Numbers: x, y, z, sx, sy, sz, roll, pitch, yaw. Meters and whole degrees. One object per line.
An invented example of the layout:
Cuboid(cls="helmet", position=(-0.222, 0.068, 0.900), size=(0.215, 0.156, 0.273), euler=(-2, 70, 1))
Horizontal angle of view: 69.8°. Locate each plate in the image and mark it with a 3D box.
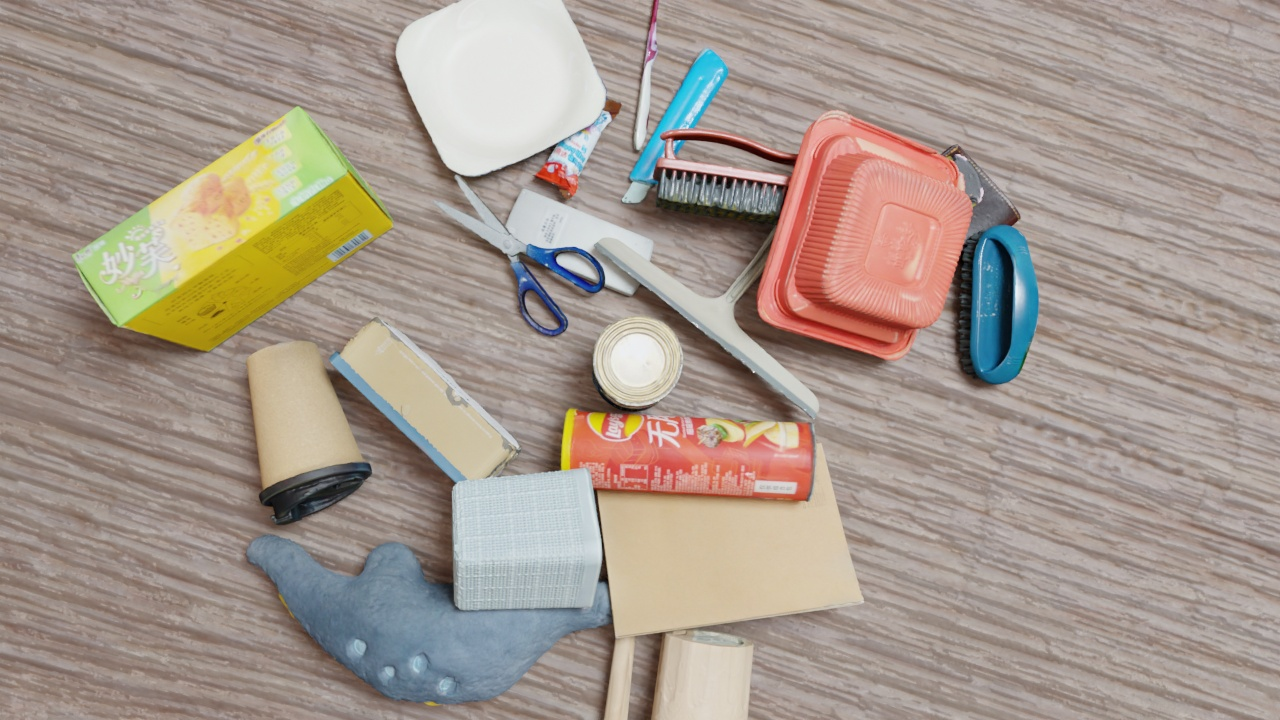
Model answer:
Cuboid(cls="plate", position=(-0.127, -0.258, 0.843), size=(0.163, 0.034, 0.164), euler=(-25, 84, -1))

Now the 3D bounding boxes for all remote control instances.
Cuboid(cls="remote control", position=(-0.057, -0.108, 0.843), size=(0.135, 0.019, 0.056), euler=(21, 84, -1))

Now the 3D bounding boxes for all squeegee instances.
Cuboid(cls="squeegee", position=(0.128, -0.114, 0.843), size=(0.246, 0.039, 0.246), euler=(38, 79, 5))

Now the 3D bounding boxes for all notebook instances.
Cuboid(cls="notebook", position=(0.073, 0.153, 0.802), size=(0.211, 0.012, 0.149), euler=(-7, 61, -3))

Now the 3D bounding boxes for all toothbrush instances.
Cuboid(cls="toothbrush", position=(0.013, -0.287, 0.866), size=(0.017, 0.016, 0.187), euler=(9, 84, -11))

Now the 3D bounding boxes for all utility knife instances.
Cuboid(cls="utility knife", position=(0.031, -0.216, 0.858), size=(0.034, 0.018, 0.166), euler=(31, 86, 8))

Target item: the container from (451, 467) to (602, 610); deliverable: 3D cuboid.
Cuboid(cls="container", position=(-0.095, 0.147, 0.740), size=(0.111, 0.090, 0.090), euler=(-2, 46, -12))

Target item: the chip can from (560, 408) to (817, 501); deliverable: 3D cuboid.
Cuboid(cls="chip can", position=(0.040, 0.082, 0.795), size=(0.216, 0.073, 0.073), euler=(3, 84, 3))

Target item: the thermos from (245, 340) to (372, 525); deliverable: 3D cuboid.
Cuboid(cls="thermos", position=(-0.291, 0.060, 0.788), size=(0.093, 0.093, 0.143), euler=(-20, 78, -4))

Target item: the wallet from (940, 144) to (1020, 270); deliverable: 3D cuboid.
Cuboid(cls="wallet", position=(0.280, -0.133, 0.861), size=(0.122, 0.020, 0.096), euler=(-38, 82, -4))

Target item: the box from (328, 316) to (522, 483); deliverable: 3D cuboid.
Cuboid(cls="box", position=(-0.186, 0.035, 0.792), size=(0.184, 0.090, 0.059), euler=(41, 85, 4))

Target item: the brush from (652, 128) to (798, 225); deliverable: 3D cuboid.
Cuboid(cls="brush", position=(0.085, -0.160, 0.798), size=(0.146, 0.063, 0.069), euler=(8, 90, -2))

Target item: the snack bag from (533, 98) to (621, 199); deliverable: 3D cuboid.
Cuboid(cls="snack bag", position=(-0.059, -0.200, 0.848), size=(0.045, 0.026, 0.105), euler=(25, 82, 14))

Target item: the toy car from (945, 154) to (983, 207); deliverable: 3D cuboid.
Cuboid(cls="toy car", position=(0.252, -0.142, 0.836), size=(0.122, 0.037, 0.056), euler=(-26, 90, -6))

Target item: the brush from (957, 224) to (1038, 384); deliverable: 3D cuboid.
Cuboid(cls="brush", position=(0.324, -0.049, 0.820), size=(0.055, 0.073, 0.144), euler=(0, 95, -13))

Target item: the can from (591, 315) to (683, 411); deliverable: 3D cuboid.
Cuboid(cls="can", position=(-0.005, 0.005, 0.789), size=(0.075, 0.111, 0.075), euler=(0, 85, -3))

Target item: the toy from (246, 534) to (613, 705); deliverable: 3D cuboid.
Cuboid(cls="toy", position=(-0.166, 0.220, 0.782), size=(0.356, 0.092, 0.137), euler=(4, 57, -3))

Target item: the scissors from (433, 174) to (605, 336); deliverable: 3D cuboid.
Cuboid(cls="scissors", position=(-0.104, -0.102, 0.824), size=(0.147, 0.012, 0.169), euler=(-14, 102, 10))

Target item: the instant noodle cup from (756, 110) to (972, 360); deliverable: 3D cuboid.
Cuboid(cls="instant noodle cup", position=(0.198, -0.099, 0.764), size=(0.164, 0.079, 0.189), euler=(13, 95, -21))

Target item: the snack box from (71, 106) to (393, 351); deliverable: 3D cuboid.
Cuboid(cls="snack box", position=(-0.325, -0.101, 0.762), size=(0.210, 0.158, 0.070), euler=(-35, 85, -5))

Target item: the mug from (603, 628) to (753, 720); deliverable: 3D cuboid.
Cuboid(cls="mug", position=(0.032, 0.286, 0.785), size=(0.125, 0.084, 0.103), euler=(6, 83, 13))
